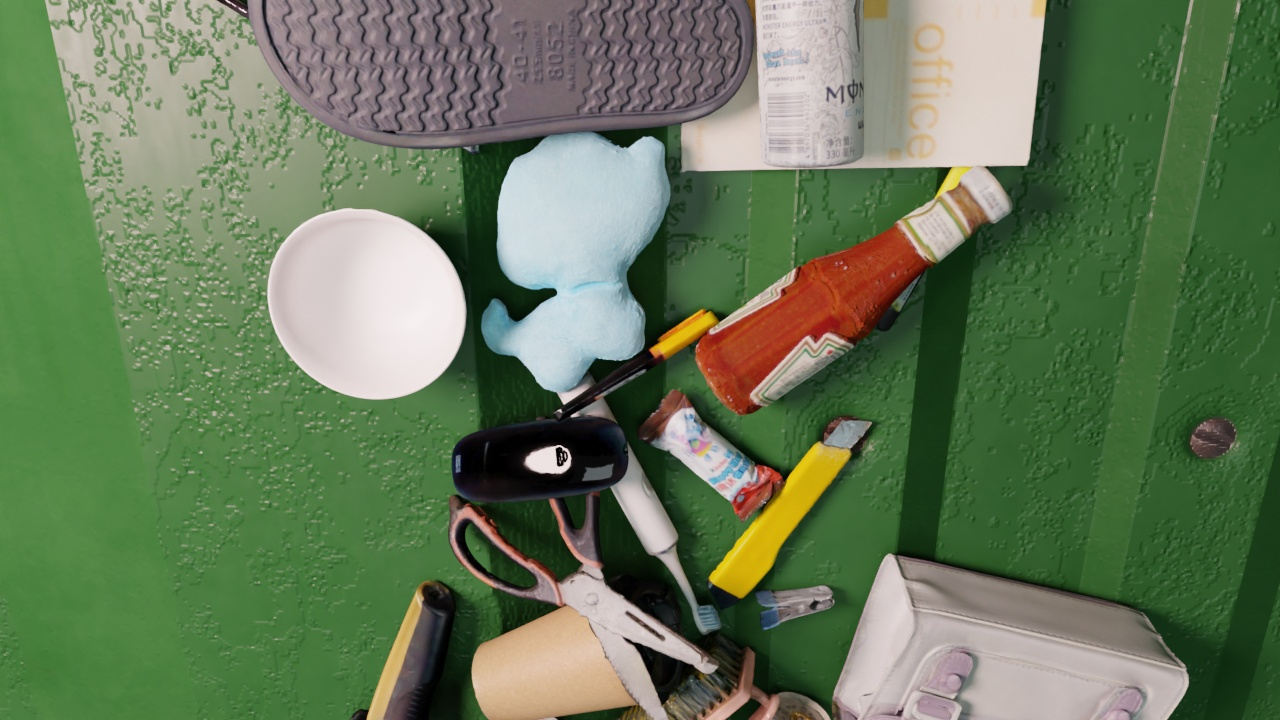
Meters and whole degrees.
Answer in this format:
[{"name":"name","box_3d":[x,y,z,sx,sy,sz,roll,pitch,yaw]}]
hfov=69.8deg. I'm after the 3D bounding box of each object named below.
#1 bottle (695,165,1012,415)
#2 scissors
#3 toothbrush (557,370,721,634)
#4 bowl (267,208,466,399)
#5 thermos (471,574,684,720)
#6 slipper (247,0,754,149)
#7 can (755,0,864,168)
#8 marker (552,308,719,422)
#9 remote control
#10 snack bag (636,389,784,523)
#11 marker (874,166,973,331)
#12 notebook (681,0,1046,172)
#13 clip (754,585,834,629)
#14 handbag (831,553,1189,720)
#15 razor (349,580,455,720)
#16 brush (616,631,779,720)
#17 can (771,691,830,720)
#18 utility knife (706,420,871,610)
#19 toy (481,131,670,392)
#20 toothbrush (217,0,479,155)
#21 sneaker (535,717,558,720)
[{"name":"bottle","box_3d":[0.128,-0.044,0.563,0.206,0.059,0.060,-36,105,16]},{"name":"scissors","box_3d":[-0.045,0.139,0.609,0.189,0.015,0.224,-12,78,23]},{"name":"toothbrush","box_3d":[0.003,0.106,0.643,0.026,0.026,0.221,-20,109,23]},{"name":"bowl","box_3d":[-0.162,-0.041,0.573,0.118,0.064,0.118,0,109,1]},{"name":"thermos","box_3d":[-0.044,0.212,0.656,0.143,0.092,0.093,-22,108,18]},{"name":"slipper","box_3d":[-0.073,-0.183,0.517,0.268,0.083,0.111,-2,122,-11]},{"name":"can","box_3d":[0.092,-0.181,0.500,0.058,0.058,0.147,-4,109,3]},{"name":"marker","box_3d":[-0.004,0.003,0.594,0.124,0.018,0.015,-33,78,-5]},{"name":"remote control","box_3d":[-0.073,0.066,0.608,0.137,0.024,0.053,-9,81,24]},{"name":"snack bag","box_3d":[0.048,0.065,0.627,0.105,0.026,0.045,39,110,-10]},{"name":"marker","box_3d":[0.179,-0.073,0.579,0.018,0.015,0.124,23,110,-6]},{"name":"notebook","box_3d":[0.126,-0.184,0.533,0.206,0.010,0.146,1,110,7]},{"name":"clip","box_3d":[0.113,0.176,0.667,0.058,0.027,0.044,-10,102,5]},{"name":"handbag","box_3d":[0.252,0.233,0.651,0.197,0.098,0.145,13,115,-3]},{"name":"razor","box_3d":[-0.178,0.242,0.690,0.068,0.062,0.168,27,106,25]},{"name":"brush","box_3d":[0.032,0.276,0.685,0.073,0.063,0.146,43,107,-2]},{"name":"can","box_3d":[0.100,0.323,0.705,0.053,0.053,0.133,17,110,-5]},{"name":"utility knife","box_3d":[0.102,0.108,0.647,0.033,0.015,0.178,30,107,-15]},{"name":"toy","box_3d":[-0.042,-0.068,0.568,0.162,0.049,0.156,-26,103,15]},{"name":"toothbrush","box_3d":[-0.175,-0.176,0.550,0.181,0.015,0.018,28,102,-9]},{"name":"sneaker","box_3d":[-0.105,0.323,0.693,0.241,0.088,0.118,36,94,-36]}]
